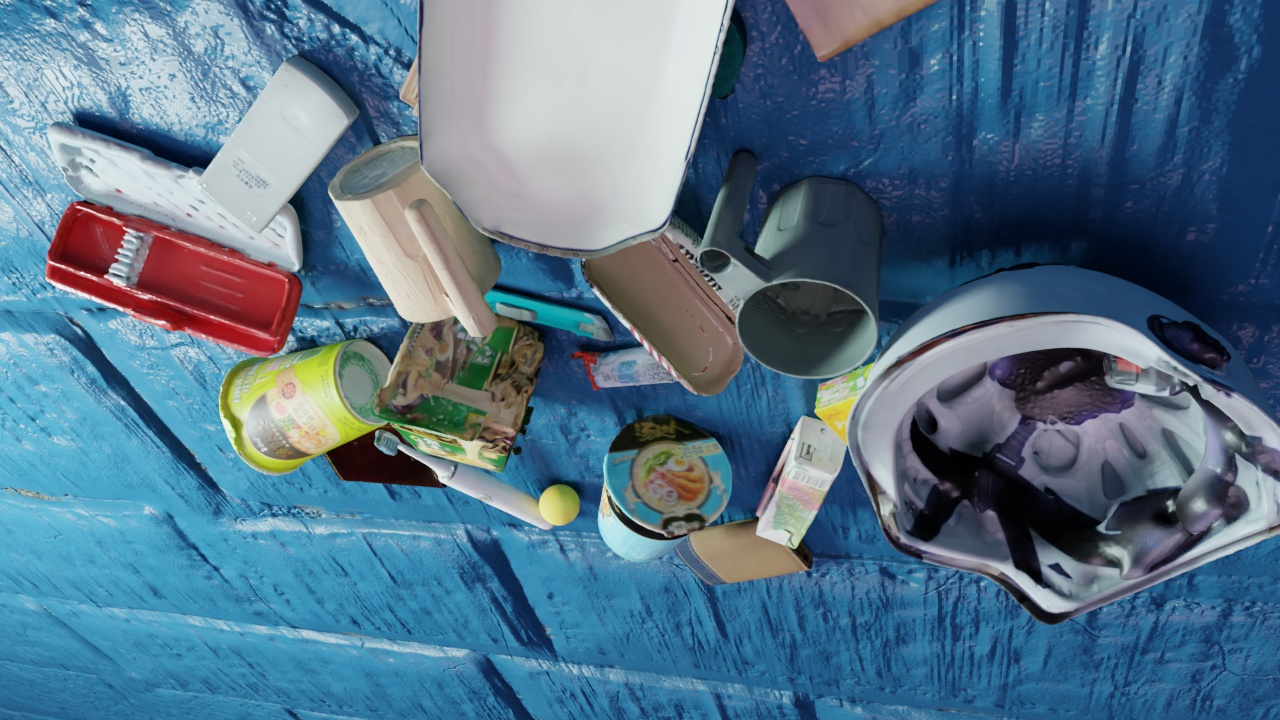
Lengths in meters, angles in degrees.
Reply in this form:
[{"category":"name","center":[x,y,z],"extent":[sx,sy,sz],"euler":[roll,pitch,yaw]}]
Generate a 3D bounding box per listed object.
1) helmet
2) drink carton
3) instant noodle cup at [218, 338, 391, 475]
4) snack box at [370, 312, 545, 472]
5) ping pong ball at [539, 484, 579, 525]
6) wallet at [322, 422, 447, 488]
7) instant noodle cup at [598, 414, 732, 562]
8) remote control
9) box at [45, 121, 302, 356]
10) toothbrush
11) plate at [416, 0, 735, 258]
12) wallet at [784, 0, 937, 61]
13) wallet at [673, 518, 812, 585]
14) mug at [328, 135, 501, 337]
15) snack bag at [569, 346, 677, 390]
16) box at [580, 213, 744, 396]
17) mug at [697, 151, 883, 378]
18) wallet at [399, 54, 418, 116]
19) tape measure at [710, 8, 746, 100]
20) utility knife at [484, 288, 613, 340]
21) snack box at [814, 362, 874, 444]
[{"category":"helmet","center":[0.261,0.032,0.585],"extent":[0.258,0.145,0.230],"euler":[32,133,-8]},{"category":"drink carton","center":[0.134,0.105,0.782],"extent":[0.045,0.053,0.123],"euler":[19,140,4]},{"category":"instant noodle cup","center":[-0.287,0.034,0.817],"extent":[0.124,0.111,0.112],"euler":[-17,129,24]},{"category":"snack box","center":[-0.145,0.031,0.761],"extent":[0.117,0.118,0.106],"euler":[15,150,2]},{"category":"ping pong ball","center":[-0.080,0.143,0.908],"extent":[0.040,0.040,0.040],"euler":[10,139,9]},{"category":"wallet","center":[-0.266,0.094,0.937],"extent":[0.122,0.020,0.096],"euler":[1,137,15]},{"category":"instant noodle cup","center":[0.010,0.124,0.815],"extent":[0.111,0.111,0.121],"euler":[20,145,-3]},{"category":"remote control","center":[-0.253,-0.148,0.638],"extent":[0.056,0.019,0.135],"euler":[42,122,-18]},{"category":"box","center":[-0.369,-0.096,0.731],"extent":[0.201,0.069,0.158],"euler":[19,117,0]},{"category":"toothbrush","center":[-0.163,0.114,0.877],"extent":[0.027,0.026,0.221],"euler":[-30,136,27]},{"category":"plate","center":[-0.040,-0.167,0.509],"extent":[0.162,0.034,0.266],"euler":[13,138,-2]},{"category":"wallet","center":[0.108,-0.219,0.456],"extent":[0.101,0.020,0.115],"euler":[-21,124,34]},{"category":"wallet","center":[0.099,0.187,0.903],"extent":[0.115,0.033,0.090],"euler":[-17,132,32]},{"category":"mug","center":[-0.146,-0.082,0.625],"extent":[0.084,0.124,0.103],"euler":[-33,130,-10]},{"category":"snack bag","center":[-0.004,0.004,0.737],"extent":[0.105,0.026,0.045],"euler":[-6,125,24]},{"category":"box","center":[0.037,-0.039,0.636],"extent":[0.162,0.075,0.086],"euler":[47,162,-26]},{"category":"mug","center":[0.094,-0.064,0.568],"extent":[0.124,0.103,0.084],"euler":[36,136,-19]},{"category":"wallet","center":[-0.084,-0.180,0.552],"extent":[0.119,0.035,0.131],"euler":[32,134,-14]},{"category":"tape measure","center":[0.032,-0.178,0.522],"extent":[0.058,0.025,0.055],"euler":[19,141,-3]},{"category":"utility knife","center":[-0.111,-0.044,0.730],"extent":[0.185,0.013,0.029],"euler":[14,139,4]},{"category":"snack box","center":[0.212,0.055,0.716],"extent":[0.087,0.033,0.140],"euler":[-25,123,37]}]
